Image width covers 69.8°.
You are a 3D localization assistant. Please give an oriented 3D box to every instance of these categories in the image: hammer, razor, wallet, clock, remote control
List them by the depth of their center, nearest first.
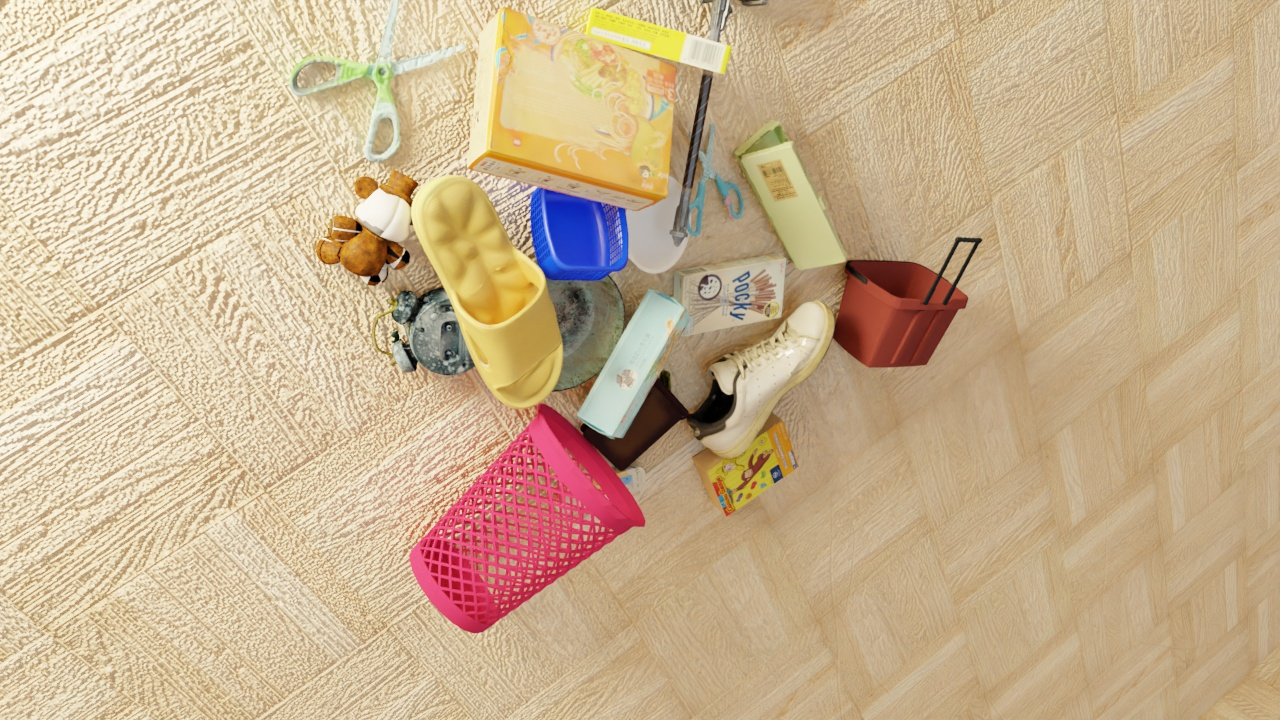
[{"bbox_3d":[-0.218,-0.031,0.973,0.129,0.052,0.090,-5,115,-27],"label":"clock"},{"bbox_3d":[0.068,-0.285,1.000,0.098,0.044,0.322,3,105,-30],"label":"hammer"},{"bbox_3d":[-0.005,0.077,1.140,0.115,0.018,0.091,-39,125,4],"label":"wallet"},{"bbox_3d":[-0.011,0.044,1.141,0.105,0.026,0.042,-13,120,-19],"label":"razor"},{"bbox_3d":[-0.052,0.163,1.175,0.125,0.018,0.038,-15,118,-20],"label":"remote control"}]

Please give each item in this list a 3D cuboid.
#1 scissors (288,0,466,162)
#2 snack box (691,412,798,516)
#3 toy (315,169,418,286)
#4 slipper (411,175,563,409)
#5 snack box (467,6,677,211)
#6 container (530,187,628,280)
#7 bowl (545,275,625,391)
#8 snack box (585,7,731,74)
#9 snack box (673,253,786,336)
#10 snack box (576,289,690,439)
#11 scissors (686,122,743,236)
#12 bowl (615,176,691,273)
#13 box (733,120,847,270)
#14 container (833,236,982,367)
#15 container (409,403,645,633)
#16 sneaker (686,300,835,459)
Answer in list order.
[{"bbox_3d":[-0.245,-0.270,0.876,0.171,0.023,0.169,-20,115,-17],"label":"scissors"},{"bbox_3d":[0.145,0.139,1.257,0.125,0.040,0.088,-32,124,-12],"label":"snack box"},{"bbox_3d":[-0.259,-0.132,0.903,0.087,0.067,0.112,28,88,-35],"label":"toy"},{"bbox_3d":[-0.140,-0.065,0.930,0.099,0.078,0.263,-39,120,-26],"label":"slipper"},{"bbox_3d":[-0.069,-0.243,0.918,0.195,0.081,0.145,9,80,-29],"label":"snack box"},{"bbox_3d":[-0.068,-0.141,0.977,0.096,0.058,0.114,-2,77,-28],"label":"container"},{"bbox_3d":[-0.096,-0.044,1.042,0.157,0.038,0.158,-12,117,-24],"label":"bowl"},{"bbox_3d":[0.019,-0.325,0.935,0.148,0.040,0.029,14,109,-3],"label":"snack box"},{"bbox_3d":[0.111,-0.082,1.146,0.149,0.026,0.082,-12,117,-23],"label":"snack box"},{"bbox_3d":[-0.006,0.006,1.073,0.174,0.053,0.075,-61,168,-2],"label":"snack box"},{"bbox_3d":[0.075,-0.199,1.065,0.125,0.015,0.136,-55,127,-23],"label":"scissors"},{"bbox_3d":[0.006,-0.156,1.039,0.109,0.041,0.110,-16,112,-44],"label":"bowl"},{"bbox_3d":[0.182,-0.194,1.120,0.078,0.089,0.188,-30,128,10],"label":"box"},{"bbox_3d":[0.352,-0.096,1.209,0.147,0.127,0.201,-2,123,-28],"label":"container"},{"bbox_3d":[-0.139,0.192,1.057,0.226,0.183,0.183,-41,125,3],"label":"container"},{"bbox_3d":[0.143,0.012,1.176,0.102,0.089,0.242,30,101,-29],"label":"sneaker"}]
